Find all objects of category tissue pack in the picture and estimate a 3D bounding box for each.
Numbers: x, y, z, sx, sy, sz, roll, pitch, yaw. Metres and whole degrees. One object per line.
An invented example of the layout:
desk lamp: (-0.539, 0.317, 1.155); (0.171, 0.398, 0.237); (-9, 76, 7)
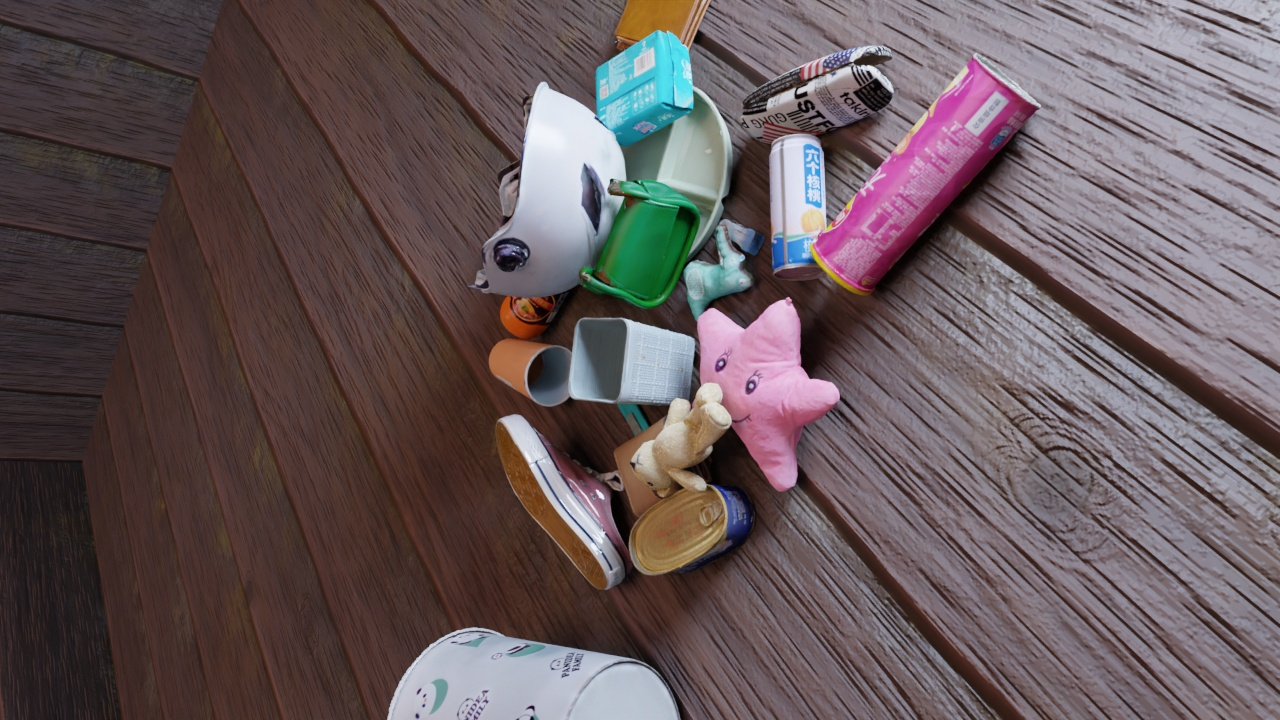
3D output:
tissue pack: (0.000, -0.308, 1.055); (0.134, 0.050, 0.093); (-13, 75, 46)

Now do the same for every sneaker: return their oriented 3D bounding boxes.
sneaker: (-0.080, 0.154, 1.086); (0.241, 0.087, 0.119); (50, 145, 17)

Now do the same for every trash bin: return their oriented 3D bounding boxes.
trash bin: (-0.108, 0.409, 0.984); (0.253, 0.229, 0.229); (-13, 74, 41)

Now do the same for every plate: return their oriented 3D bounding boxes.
plate: (0.022, -0.207, 1.073); (0.231, 0.027, 0.230); (-11, 75, 46)

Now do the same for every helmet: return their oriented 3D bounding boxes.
helmet: (-0.091, -0.178, 1.043); (0.259, 0.146, 0.228); (125, 157, -52)

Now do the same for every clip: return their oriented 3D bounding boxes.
clip: (0.105, -0.134, 0.975); (0.058, 0.038, 0.026); (44, 118, 45)

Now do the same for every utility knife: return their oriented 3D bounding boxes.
utility knife: (-0.016, 0.056, 1.083); (0.029, 0.013, 0.157); (-53, 49, 28)

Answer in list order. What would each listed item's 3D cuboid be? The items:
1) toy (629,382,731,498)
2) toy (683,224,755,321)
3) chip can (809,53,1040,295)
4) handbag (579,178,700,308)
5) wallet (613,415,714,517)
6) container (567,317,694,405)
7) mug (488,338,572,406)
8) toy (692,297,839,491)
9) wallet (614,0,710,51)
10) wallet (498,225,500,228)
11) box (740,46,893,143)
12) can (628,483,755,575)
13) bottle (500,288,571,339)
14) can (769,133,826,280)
toy: (0.041, 0.080, 0.913); (0.158, 0.066, 0.105); (-52, 48, 46)
toy: (0.082, -0.094, 0.982); (0.092, 0.030, 0.096); (-11, 94, 43)
chip can: (0.240, -0.155, 0.791); (0.211, 0.071, 0.071); (-51, 50, 29)
handbag: (-0.005, -0.128, 0.983); (0.068, 0.120, 0.131); (35, 109, 37)
wallet: (0.024, 0.114, 1.008); (0.116, 0.033, 0.090); (-36, 67, 38)
container: (-0.006, 0.006, 1.007); (0.090, 0.111, 0.090); (4, 86, 48)
mug: (-0.144, 0.010, 1.191); (0.123, 0.078, 0.078); (16, 96, 53)
toy: (0.112, 0.012, 0.899); (0.194, 0.074, 0.179); (44, 128, 41)
wallet: (0.022, -0.408, 1.098); (0.131, 0.035, 0.119); (37, 111, 46)
wallet: (-0.142, -0.195, 1.250); (0.132, 0.031, 0.107); (-48, 49, 33)
box: (0.168, -0.271, 0.895); (0.164, 0.075, 0.082); (-7, 67, 50)
can: (0.052, 0.178, 0.961); (0.149, 0.049, 0.074); (-38, 58, 38)
bottle: (-0.121, -0.096, 1.193); (0.150, 0.066, 0.066); (-48, 51, 23)
can: (0.154, -0.149, 0.897); (0.053, 0.053, 0.134); (-10, 76, 47)
